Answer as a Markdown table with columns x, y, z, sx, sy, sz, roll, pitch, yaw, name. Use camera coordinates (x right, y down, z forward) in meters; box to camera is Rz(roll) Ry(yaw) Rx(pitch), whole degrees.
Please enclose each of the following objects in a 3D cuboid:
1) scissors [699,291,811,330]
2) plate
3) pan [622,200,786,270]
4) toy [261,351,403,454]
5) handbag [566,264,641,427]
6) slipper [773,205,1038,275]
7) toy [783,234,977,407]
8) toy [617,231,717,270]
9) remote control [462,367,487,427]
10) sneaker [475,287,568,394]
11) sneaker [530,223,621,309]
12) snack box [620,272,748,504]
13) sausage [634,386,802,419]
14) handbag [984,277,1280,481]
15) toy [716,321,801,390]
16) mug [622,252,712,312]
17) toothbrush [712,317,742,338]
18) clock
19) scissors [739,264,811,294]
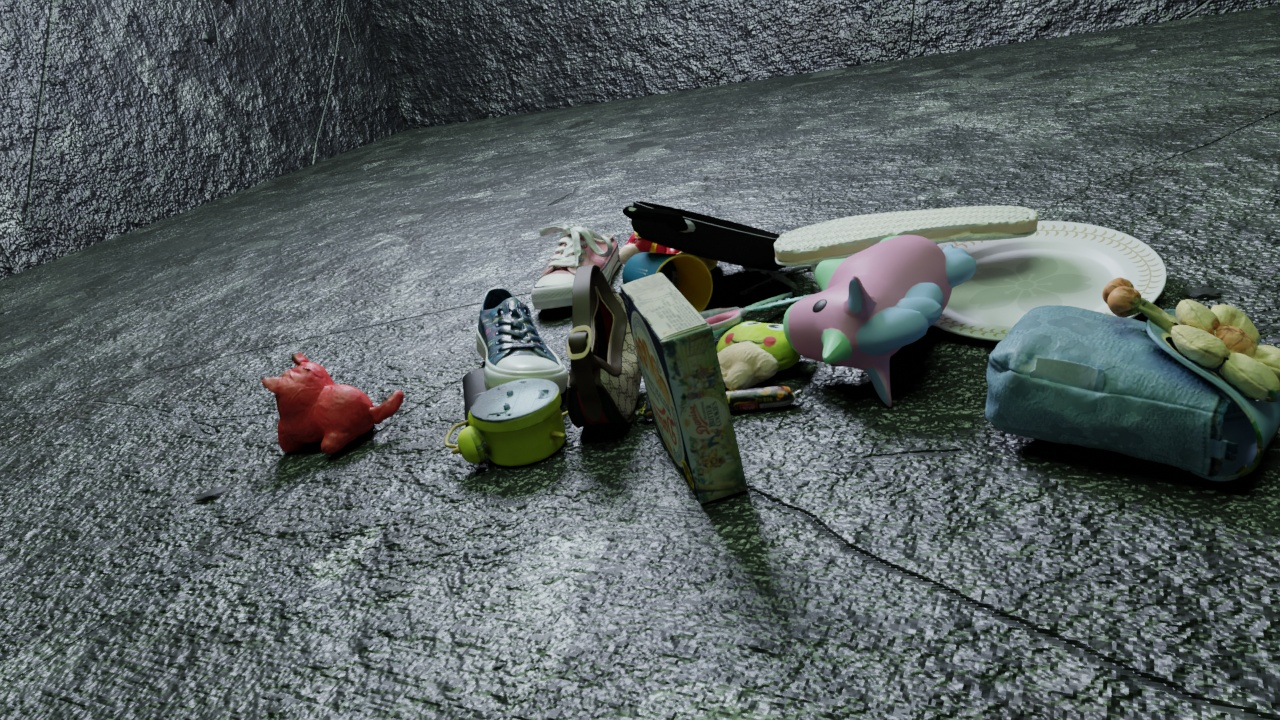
| x | y | z | sx | sy | sz | roll | pitch | yaw | name |
| --- | --- | --- | --- | --- | --- | --- | --- | --- | --- |
| 0.094 | -0.052 | 0.999 | 0.170 | 0.014 | 0.169 | -23 | 12 | -35 | scissors |
| 0.390 | -0.079 | 0.924 | 0.243 | 0.016 | 0.242 | -12 | 31 | 7 | plate |
| 0.057 | -0.145 | 1.042 | 0.204 | 0.044 | 0.354 | 18 | 13 | 21 | pan |
| -0.311 | 0.040 | 0.931 | 0.133 | 0.094 | 0.088 | -6 | 23 | 11 | toy |
| -0.042 | -0.015 | 0.856 | 0.063 | 0.138 | 0.166 | -8 | 33 | 14 | handbag |
| 0.282 | -0.127 | 0.985 | 0.273 | 0.054 | 0.114 | -7 | 26 | 13 | slipper |
| 0.232 | -0.057 | 0.846 | 0.222 | 0.120 | 0.171 | -24 | 19 | -13 | toy |
| 0.043 | -0.147 | 1.236 | 0.137 | 0.067 | 0.105 | 16 | 28 | 35 | toy |
| -0.165 | 0.037 | 0.956 | 0.041 | 0.020 | 0.152 | -15 | 20 | -7 | remote control |
| -0.131 | -0.023 | 0.984 | 0.087 | 0.079 | 0.235 | -3 | 18 | -16 | sneaker |
| -0.086 | -0.140 | 1.244 | 0.118 | 0.088 | 0.240 | -5 | 23 | 17 | sneaker |
| 0.032 | 0.019 | 0.737 | 0.042 | 0.145 | 0.144 | -17 | 23 | -7 | snack box |
| 0.070 | 0.038 | 0.835 | 0.155 | 0.020 | 0.020 | -6 | 23 | 13 | sausage |
| 0.348 | 0.004 | 0.647 | 0.192 | 0.119 | 0.121 | 18 | 36 | 41 | handbag |
| 0.105 | -0.004 | 0.886 | 0.092 | 0.043 | 0.117 | 8 | 32 | 37 | toy |
| 0.026 | -0.096 | 1.108 | 0.078 | 0.078 | 0.121 | -20 | 19 | -17 | mug |
| 0.067 | -0.023 | 0.980 | 0.017 | 0.022 | 0.134 | -4 | 18 | 43 | toothbrush |
| -0.123 | 0.057 | 0.840 | 0.119 | 0.057 | 0.083 | -8 | 24 | 8 | clock |
| 0.164 | -0.109 | 1.142 | 0.141 | 0.014 | 0.175 | -17 | 21 | -20 | scissors |
